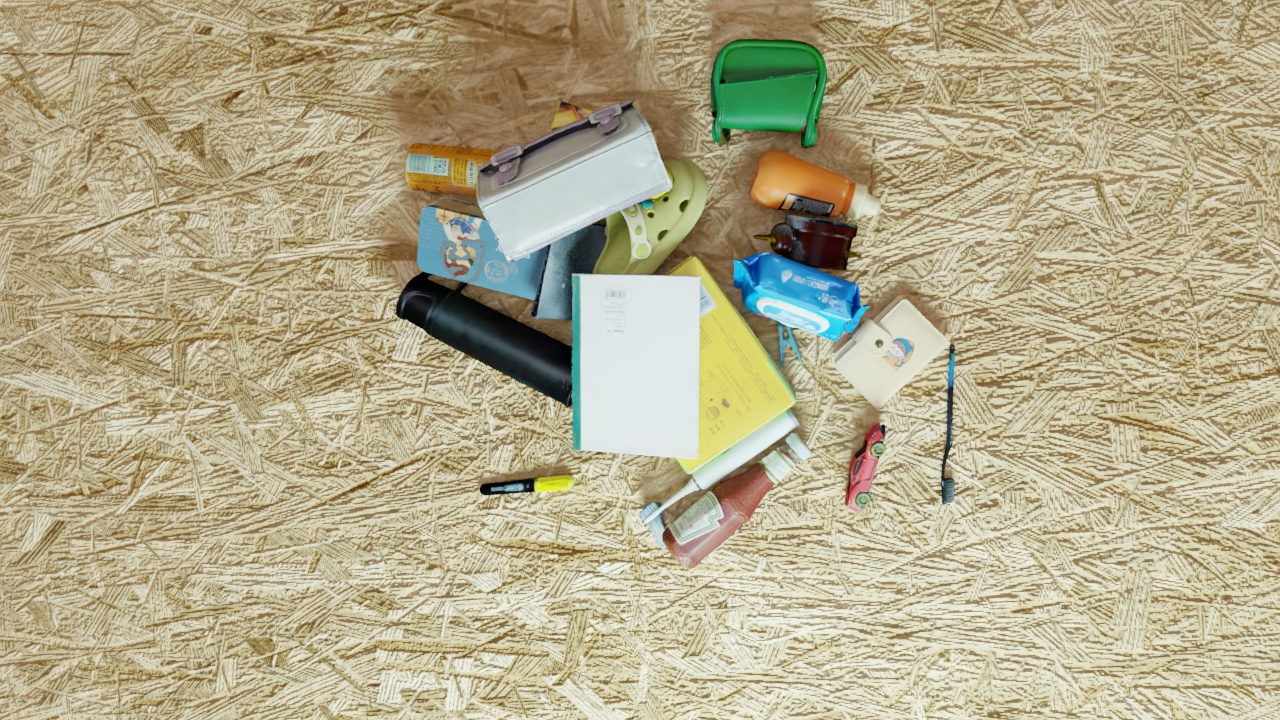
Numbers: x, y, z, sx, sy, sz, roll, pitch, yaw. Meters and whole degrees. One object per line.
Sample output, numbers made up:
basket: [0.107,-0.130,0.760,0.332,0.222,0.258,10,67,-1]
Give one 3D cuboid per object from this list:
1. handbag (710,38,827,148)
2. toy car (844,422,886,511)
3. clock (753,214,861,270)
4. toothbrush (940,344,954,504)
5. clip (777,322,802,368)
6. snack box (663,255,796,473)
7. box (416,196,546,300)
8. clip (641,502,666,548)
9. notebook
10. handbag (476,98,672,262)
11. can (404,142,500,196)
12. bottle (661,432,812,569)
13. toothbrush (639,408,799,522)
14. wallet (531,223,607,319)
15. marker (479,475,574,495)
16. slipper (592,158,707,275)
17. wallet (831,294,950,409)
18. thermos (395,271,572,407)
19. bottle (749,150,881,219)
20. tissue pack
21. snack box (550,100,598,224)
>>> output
handbag: [0.145,-0.306,1.053,0.131,0.068,0.120,5,103,7]
toy car: [0.263,0.123,1.074,0.031,0.049,0.106,18,98,5]
clock: [0.190,-0.137,1.048,0.122,0.082,0.055,9,102,6]
toothbrush: [0.363,0.076,1.072,0.016,0.014,0.189,2,94,8]
clip: [0.175,-0.020,1.094,0.039,0.013,0.056,-13,92,9]
snack box: [0.063,0.004,1.085,0.158,0.070,0.210,-35,89,10]
box: [-0.175,-0.134,1.107,0.184,0.059,0.090,14,116,10]
clip: [0.022,0.206,1.135,0.027,0.045,0.058,-21,96,8]
notebook: [-0.006,0.006,1.049,0.150,0.012,0.209,3,100,12]
handbag: [-0.079,-0.208,1.010,0.197,0.144,0.098,-24,118,2]
can: [-0.209,-0.229,1.115,0.146,0.058,0.058,7,96,8]
bottle: [0.117,0.165,1.097,0.206,0.059,0.060,-42,88,5]
toothbrush: [0.093,0.129,1.102,0.221,0.026,0.026,-35,77,5]
wallet: [-0.079,-0.106,1.084,0.019,0.097,0.121,21,103,38]
marker: [-0.145,0.158,1.158,0.124,0.015,0.018,-7,90,11]
slipper: [-0.001,-0.157,1.056,0.190,0.081,0.091,-55,46,3]
wallet: [0.289,-0.012,1.072,0.115,0.024,0.087,-45,86,11]
thermos: [-0.174,-0.037,1.123,0.242,0.068,0.090,27,78,6]
bottle: [0.203,-0.195,1.054,0.149,0.066,0.067,15,97,0]
tissue pack: [0.176,-0.071,1.046,0.157,0.095,0.052,21,77,7]
snack box: [-0.076,-0.231,1.107,0.087,0.033,0.140,21,99,6]
